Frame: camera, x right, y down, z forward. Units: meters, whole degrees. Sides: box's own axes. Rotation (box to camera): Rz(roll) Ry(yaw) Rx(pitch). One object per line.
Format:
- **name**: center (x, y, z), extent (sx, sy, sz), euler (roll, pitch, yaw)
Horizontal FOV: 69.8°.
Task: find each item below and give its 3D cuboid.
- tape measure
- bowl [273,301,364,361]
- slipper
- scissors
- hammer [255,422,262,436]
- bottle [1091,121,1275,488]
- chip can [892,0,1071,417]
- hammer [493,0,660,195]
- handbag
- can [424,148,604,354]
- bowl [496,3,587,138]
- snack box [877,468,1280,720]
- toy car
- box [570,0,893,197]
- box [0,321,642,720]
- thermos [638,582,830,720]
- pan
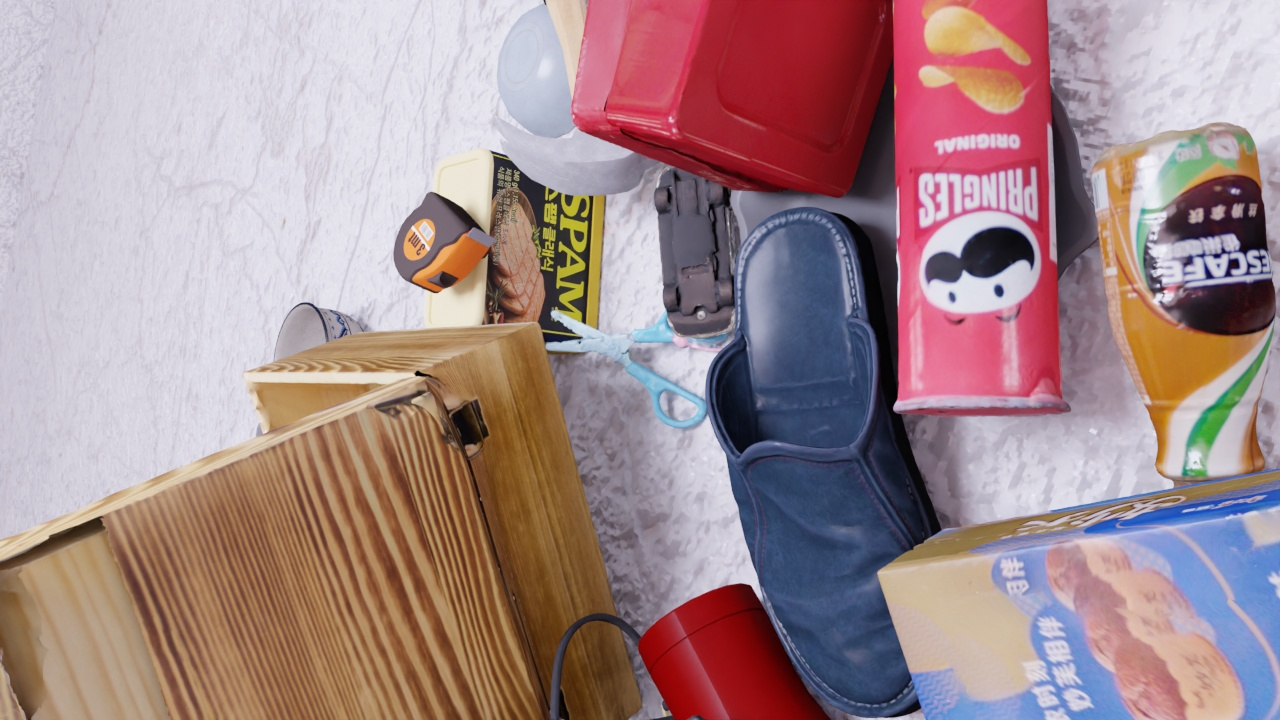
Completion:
- **tape measure**: center (-0.129, -0.073, 0.602), extent (0.059, 0.038, 0.058), euler (-52, 52, 11)
- **bowl**: center (-0.308, 0.003, 0.902), extent (0.116, 0.059, 0.115), euler (-6, 81, 44)
- **slipper**: center (0.079, 0.046, 0.463), extent (0.109, 0.083, 0.265), euler (-16, 76, 40)
- **scissors**: center (-0.007, 0.005, 0.615), extent (0.143, 0.015, 0.095), euler (-1, 93, 30)
- **hammer**: center (-0.361, 0.212, 0.932), extent (0.170, 0.034, 0.324), euler (-1, 79, 43)
- **bottle**: center (0.227, -0.009, 0.377), extent (0.059, 0.059, 0.167), euler (-7, 89, 44)
- **chip can**: center (0.150, -0.092, 0.415), extent (0.073, 0.073, 0.233), euler (-5, 81, 44)
- **hammer**: center (-0.053, -0.255, 0.661), extent (0.039, 0.131, 0.327), euler (82, 175, -61)
- **handbag**: center (-0.005, 0.236, 0.500), extent (0.072, 0.175, 0.195), euler (-35, 59, 36)
- **can**: center (-0.091, -0.076, 0.664), extent (0.075, 0.104, 0.135), euler (0, 86, 45)
- **bowl**: center (-0.077, -0.230, 0.713), extent (0.107, 0.039, 0.106), euler (-6, 81, 44)
- **snack box**: center (0.201, 0.158, 0.349), extent (0.155, 0.069, 0.202), euler (-22, 82, 42)
- **toy car**: center (0.036, -0.069, 0.581), extent (0.048, 0.040, 0.112), euler (-5, 85, 14)
- **box**: center (0.053, -0.157, 0.461), extent (0.098, 0.157, 0.130), euler (18, 99, 39)
- **box**: center (-0.191, 0.156, 0.529), extent (0.287, 0.335, 0.279), euler (-2, 106, 43)
- **thermos**: center (0.069, 0.220, 0.472), extent (0.084, 0.108, 0.198), euler (-40, 58, 16)
- **pan**: center (0.126, -0.017, 0.499), extent (0.217, 0.024, 0.354), euler (16, 97, 44)
